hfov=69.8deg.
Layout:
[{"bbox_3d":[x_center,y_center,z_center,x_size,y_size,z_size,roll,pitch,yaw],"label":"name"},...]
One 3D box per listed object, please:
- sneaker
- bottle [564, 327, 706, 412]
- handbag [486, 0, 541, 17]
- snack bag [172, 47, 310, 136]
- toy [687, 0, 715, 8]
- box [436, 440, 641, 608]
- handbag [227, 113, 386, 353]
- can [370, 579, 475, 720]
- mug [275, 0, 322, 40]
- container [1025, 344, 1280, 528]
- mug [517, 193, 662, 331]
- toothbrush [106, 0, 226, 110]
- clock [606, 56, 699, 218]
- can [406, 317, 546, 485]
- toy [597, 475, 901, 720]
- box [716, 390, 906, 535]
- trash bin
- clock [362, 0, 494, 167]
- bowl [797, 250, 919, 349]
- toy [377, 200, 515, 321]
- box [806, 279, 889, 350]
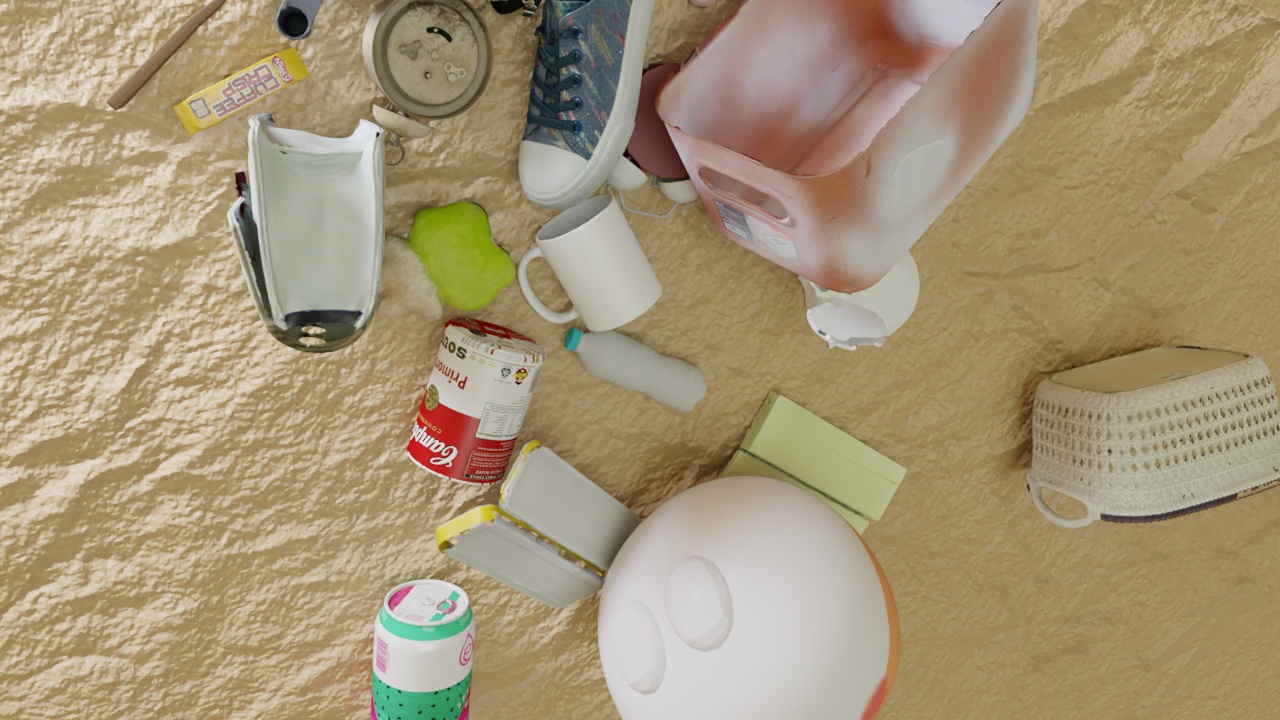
[{"bbox_3d":[-0.047,-0.232,0.700,0.079,0.087,0.235,0,109,-60],"label":"sneaker"},{"bbox_3d":[-0.005,0.005,0.826,0.136,0.044,0.044,23,99,-23],"label":"bottle"},{"bbox_3d":[-0.111,-0.311,0.668,0.054,0.079,0.128,-36,115,-5],"label":"handbag"},{"bbox_3d":[-0.295,-0.199,0.678,0.099,0.020,0.026,-29,115,-7],"label":"snack bag"},{"bbox_3d":[0.065,-0.340,0.735,0.108,0.053,0.105,-16,126,-14],"label":"toy"},{"bbox_3d":[-0.079,0.156,0.815,0.128,0.045,0.210,-45,140,-1],"label":"box"},{"bbox_3d":[-0.229,-0.097,0.637,0.096,0.198,0.142,0,105,-21],"label":"handbag"},{"bbox_3d":[-0.198,0.291,0.833,0.088,0.088,0.166,2,107,-19],"label":"can"},{"bbox_3d":[-0.215,-0.278,0.631,0.083,0.104,0.124,24,99,-24],"label":"mug"},{"bbox_3d":[0.533,0.074,0.955,0.251,0.185,0.143,-13,102,-13],"label":"container"},{"bbox_3d":[-0.050,-0.075,0.777,0.111,0.073,0.090,-22,115,18],"label":"mug"},{"bbox_3d":[-0.322,-0.242,0.657,0.167,0.016,0.016,-46,115,0],"label":"toothbrush"},{"bbox_3d":[0.019,-0.189,0.767,0.096,0.048,0.138,9,104,-20],"label":"clock"},{"bbox_3d":[-0.137,0.033,0.769,0.086,0.086,0.116,16,102,-22],"label":"can"},{"bbox_3d":[0.106,0.245,0.824,0.280,0.265,0.263,22,125,-42],"label":"toy"},{"bbox_3d":[0.170,0.128,0.935,0.187,0.030,0.138,31,94,-24],"label":"box"},{"bbox_3d":[0.169,-0.201,0.708,0.259,0.181,0.157,-48,142,-11],"label":"trash bin"},{"bbox_3d":[-0.170,-0.214,0.693,0.092,0.054,0.141,14,103,-38],"label":"clock"},{"bbox_3d":[0.219,-0.066,0.871,0.114,0.050,0.115,-5,109,-16],"label":"bowl"},{"bbox_3d":[-0.167,-0.075,0.748,0.117,0.043,0.092,-30,110,-6],"label":"toy"},{"bbox_3d":[0.173,-0.088,0.792,0.084,0.165,0.095,7,124,-20],"label":"box"}]
